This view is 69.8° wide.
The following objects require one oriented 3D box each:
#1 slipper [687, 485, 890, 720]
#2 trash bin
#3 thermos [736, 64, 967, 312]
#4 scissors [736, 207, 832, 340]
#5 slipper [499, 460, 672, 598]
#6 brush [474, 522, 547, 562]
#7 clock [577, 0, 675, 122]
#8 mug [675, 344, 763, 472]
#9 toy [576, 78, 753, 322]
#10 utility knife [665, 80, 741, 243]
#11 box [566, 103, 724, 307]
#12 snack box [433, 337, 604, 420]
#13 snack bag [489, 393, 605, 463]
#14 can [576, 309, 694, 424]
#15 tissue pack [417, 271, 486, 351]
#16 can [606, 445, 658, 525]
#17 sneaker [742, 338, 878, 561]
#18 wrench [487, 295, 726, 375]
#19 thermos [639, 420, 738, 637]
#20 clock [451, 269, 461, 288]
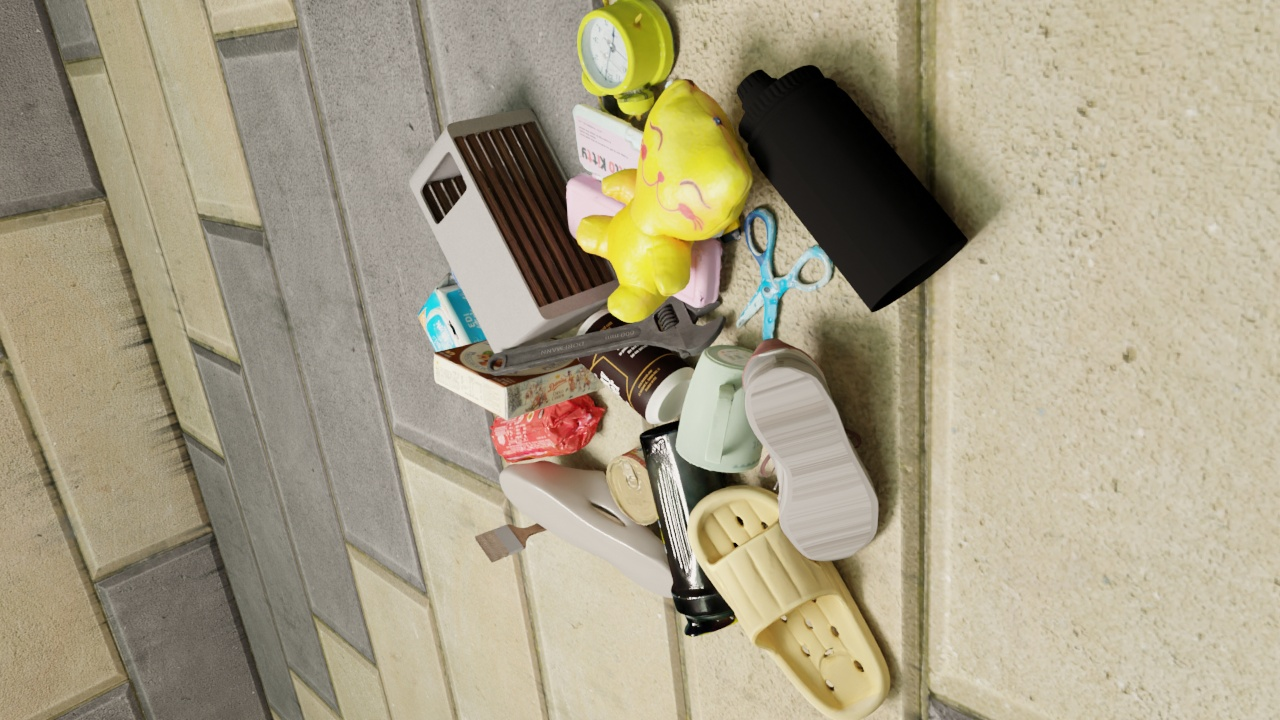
[{"bbox_3d":[0.148,0.235,0.878,0.261,0.111,0.079,54,-177,3],"label":"slipper"},{"bbox_3d":[-0.139,-0.140,1.012,0.115,0.114,0.229,-31,85,51],"label":"trash bin"},{"bbox_3d":[0.151,-0.141,0.702,0.198,0.085,0.086,55,140,13],"label":"thermos"},{"bbox_3d":[0.114,-0.077,0.840,0.117,0.013,0.140,54,142,13],"label":"scissors"},{"bbox_3d":[-0.045,0.188,1.119,0.266,0.080,0.113,27,150,20],"label":"slipper"},{"bbox_3d":[-0.137,0.217,1.172,0.045,0.142,0.008,45,137,36],"label":"brush"},{"bbox_3d":[-0.015,-0.277,0.847,0.083,0.056,0.119,38,141,27],"label":"clock"},{"bbox_3d":[0.080,0.048,0.866,0.084,0.111,0.104,12,112,8],"label":"mug"},{"bbox_3d":[0.029,-0.125,0.778,0.194,0.087,0.134,-55,51,43],"label":"toy"},{"bbox_3d":[0.055,-0.182,0.845,0.031,0.017,0.159,-23,95,47],"label":"utility knife"},{"bbox_3d":[0.001,-0.151,0.889,0.201,0.037,0.153,33,141,34],"label":"box"},{"bbox_3d":[-0.140,0.012,1.066,0.143,0.146,0.041,20,117,43],"label":"snack box"},{"bbox_3d":[-0.120,0.085,1.133,0.177,0.082,0.082,-16,97,52],"label":"snack bag"},{"bbox_3d":[-0.006,0.006,0.969,0.128,0.071,0.072,40,135,29],"label":"can"},{"bbox_3d":[-0.240,-0.036,1.223,0.144,0.061,0.093,60,141,7],"label":"tissue pack"},{"bbox_3d":[0.005,0.141,1.050,0.086,0.043,0.086,25,126,39],"label":"can"},{"bbox_3d":[0.152,0.077,0.829,0.099,0.089,0.236,-13,123,15],"label":"sneaker"},{"bbox_3d":[-0.042,-0.018,0.940,0.274,0.018,0.073,-12,60,23],"label":"wrench"},{"bbox_3d":[0.063,0.174,0.968,0.098,0.098,0.221,-12,95,51],"label":"thermos"},{"bbox_3d":[-0.169,-0.101,1.088,0.052,0.088,0.125,-39,78,44],"label":"clock"}]
